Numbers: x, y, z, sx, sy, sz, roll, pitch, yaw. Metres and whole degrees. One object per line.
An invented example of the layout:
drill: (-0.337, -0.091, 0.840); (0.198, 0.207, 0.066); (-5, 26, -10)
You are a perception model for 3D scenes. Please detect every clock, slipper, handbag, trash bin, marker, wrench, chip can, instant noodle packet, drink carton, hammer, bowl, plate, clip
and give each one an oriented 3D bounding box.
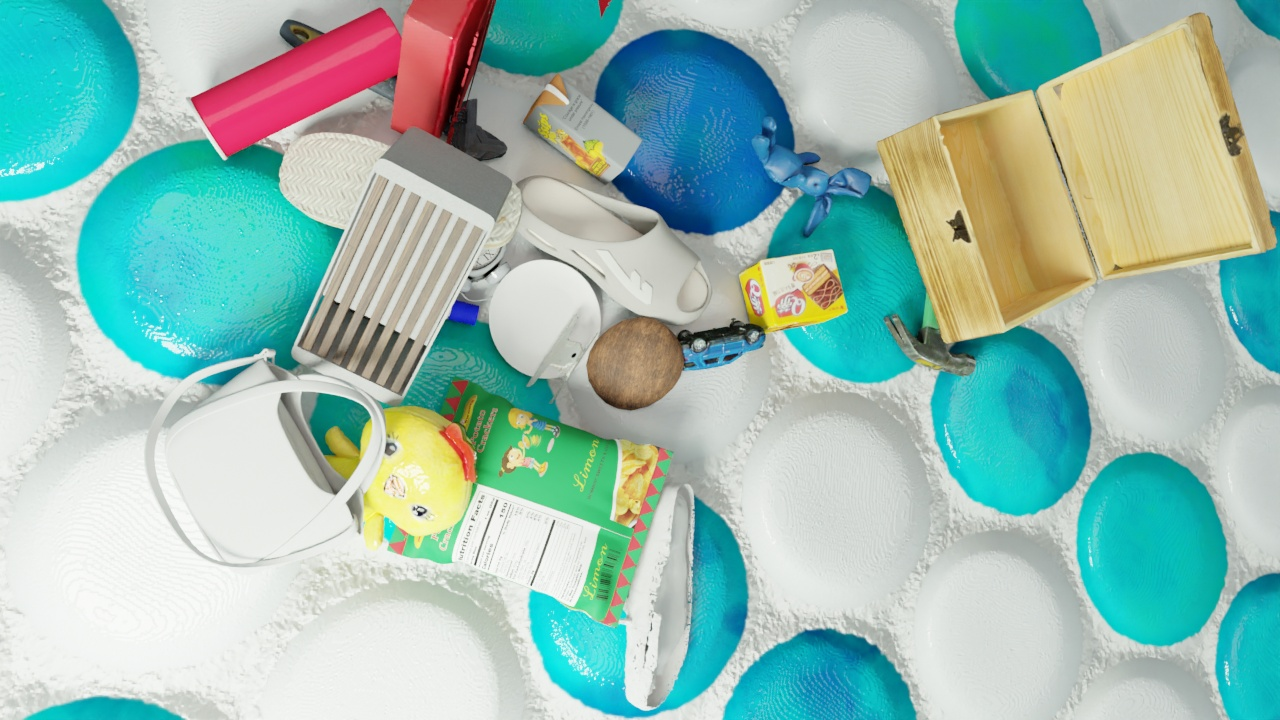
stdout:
clock: (-0.193, -0.125, 1.026); (0.094, 0.035, 0.122); (-17, 86, -20)
slipper: (-0.253, -0.178, 0.985); (0.263, 0.052, 0.115); (13, 76, 4)
handbag: (-0.340, 0.083, 0.863); (0.223, 0.095, 0.216); (-29, 91, 18)
trash bin: (-0.232, -0.091, 0.900); (0.114, 0.114, 0.229); (27, 115, -13)
slipper: (0.012, 0.258, 1.016); (0.112, 0.075, 0.246); (13, 78, -48)
marker: (-0.245, -0.064, 1.005); (0.133, 0.027, 0.023); (13, 77, -14)
wrench: (-0.274, -0.303, 1.034); (0.273, 0.022, 0.073); (27, 69, -14)
chip can: (-0.354, -0.292, 0.963); (0.220, 0.069, 0.069); (-31, 92, -12)
instant noodle packet: (-0.113, 0.148, 0.977); (0.252, 0.090, 0.195); (19, 76, -2)
drink carton: (-0.069, -0.268, 1.071); (0.125, 0.076, 0.048); (35, 72, -15)
hammer: (0.404, -0.146, 1.232); (0.130, 0.032, 0.318); (15, 77, -15)
bowl: (-0.006, 0.006, 1.048); (0.114, 0.026, 0.102); (-37, 98, 6)
slipper: (-0.023, -0.140, 1.051); (0.266, 0.081, 0.112); (32, 51, -8)
plate: (-0.109, -0.047, 1.045); (0.134, 0.011, 0.134); (1, 89, -27)
clip: (-0.080, -0.002, 1.030); (0.052, 0.058, 0.102); (24, 72, 26)

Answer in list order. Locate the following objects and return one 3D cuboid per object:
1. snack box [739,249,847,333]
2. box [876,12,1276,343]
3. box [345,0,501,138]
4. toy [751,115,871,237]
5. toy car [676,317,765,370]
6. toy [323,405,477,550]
snack box: (0.188, -0.084, 1.132); (0.105, 0.061, 0.083); (-11, 85, -19)
box: (0.534, -0.214, 1.106); (0.285, 0.335, 0.279); (-23, 93, -35)
box: (-0.230, -0.351, 0.937); (0.153, 0.214, 0.164); (21, 69, -13)
toy: (0.201, -0.232, 1.159); (0.176, 0.071, 0.112); (32, 75, -22)
toy car: (0.090, -0.018, 1.096); (0.120, 0.056, 0.044); (-13, 108, -15)
toy: (-0.248, 0.115, 0.917); (0.208, 0.092, 0.134); (-18, 99, 9)
